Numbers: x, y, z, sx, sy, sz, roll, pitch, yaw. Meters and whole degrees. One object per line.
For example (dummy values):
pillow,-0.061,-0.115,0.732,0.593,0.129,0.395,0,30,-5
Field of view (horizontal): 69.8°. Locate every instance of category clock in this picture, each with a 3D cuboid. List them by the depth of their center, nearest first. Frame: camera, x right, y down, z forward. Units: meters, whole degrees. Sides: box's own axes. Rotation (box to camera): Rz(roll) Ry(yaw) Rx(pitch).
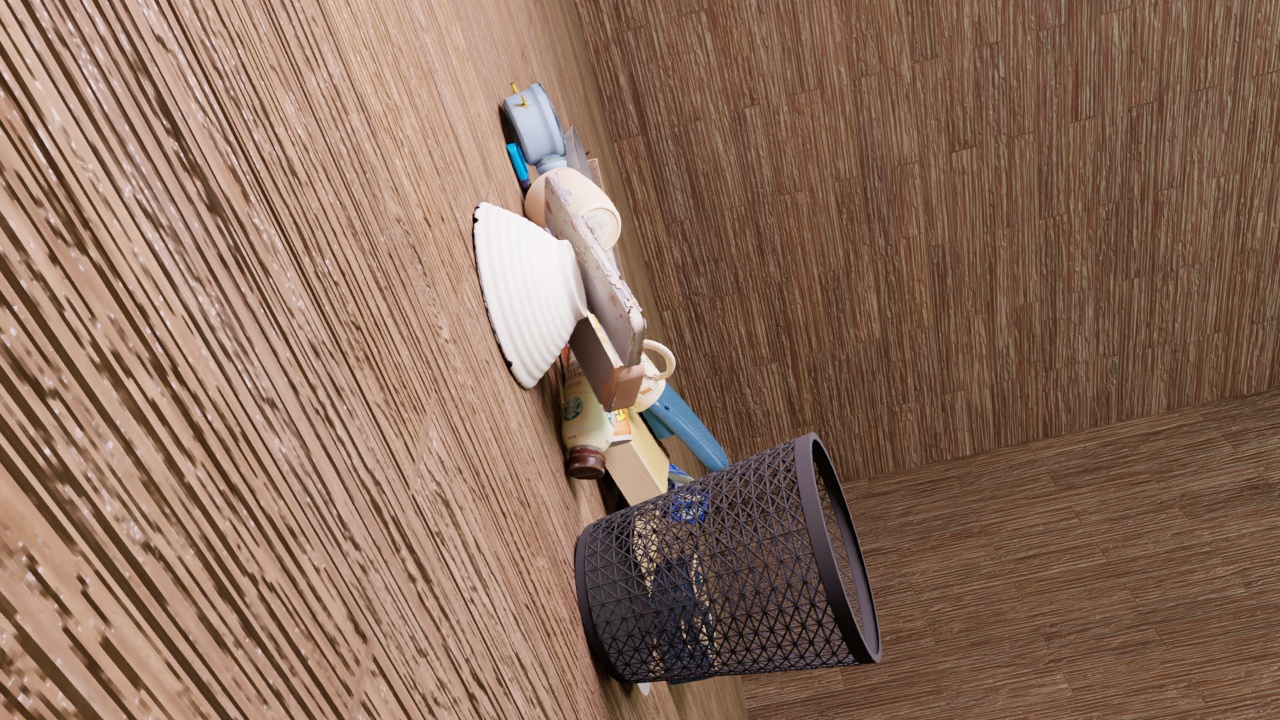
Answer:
clock,-0.120,-0.263,1.081,0.088,0.051,0.125,-124,-168,-53

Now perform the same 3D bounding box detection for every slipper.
slipper,0.044,0.090,1.308,0.213,0.059,0.103,46,13,1

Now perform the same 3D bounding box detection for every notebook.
notebook,-0.067,-0.213,1.489,0.190,0.034,0.215,142,-64,-78

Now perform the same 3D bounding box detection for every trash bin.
trash bin,0.082,0.208,0.895,0.216,0.244,0.217,-17,90,-74

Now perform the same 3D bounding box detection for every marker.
marker,-0.132,-0.203,1.086,0.018,0.015,0.123,-104,177,-48

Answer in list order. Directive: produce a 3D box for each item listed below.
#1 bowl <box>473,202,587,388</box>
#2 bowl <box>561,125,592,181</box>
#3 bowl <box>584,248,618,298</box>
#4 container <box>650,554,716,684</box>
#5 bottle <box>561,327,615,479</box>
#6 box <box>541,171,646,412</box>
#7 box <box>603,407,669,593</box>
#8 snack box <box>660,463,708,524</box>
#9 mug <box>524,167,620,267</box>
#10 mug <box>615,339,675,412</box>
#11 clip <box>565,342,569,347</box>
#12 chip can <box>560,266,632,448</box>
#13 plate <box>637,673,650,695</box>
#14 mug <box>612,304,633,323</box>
bowl,-0.092,-0.068,0.851,0.177,0.071,0.177,-11,88,-86
bowl,-0.103,-0.260,1.336,0.150,0.057,0.150,-13,88,-86
bowl,-0.073,-0.134,1.284,0.131,0.064,0.132,-12,89,-85
container,0.065,0.389,1.397,0.187,0.071,0.145,-17,93,-85
bottle,-0.055,0.046,0.980,0.056,0.056,0.161,68,20,-59
box,-0.051,-0.070,0.921,0.216,0.042,0.149,61,-32,30
box,-0.003,0.173,1.232,0.247,0.097,0.261,-57,140,-82
snack box,0.049,0.202,1.429,0.226,0.059,0.059,-169,-91,-78
mug,-0.067,-0.154,1.049,0.104,0.085,0.111,42,-16,49
mug,-0.007,0.007,1.157,0.097,0.122,0.080,44,43,-23
clip,-0.098,-0.030,1.002,0.057,0.035,0.022,-106,175,-54
chip can,-0.061,-0.003,1.074,0.062,0.062,0.210,52,25,-78
plate,-0.019,0.286,1.025,0.172,0.019,0.173,-12,89,-85
mug,-0.041,-0.032,1.227,0.087,0.088,0.114,50,27,-79
